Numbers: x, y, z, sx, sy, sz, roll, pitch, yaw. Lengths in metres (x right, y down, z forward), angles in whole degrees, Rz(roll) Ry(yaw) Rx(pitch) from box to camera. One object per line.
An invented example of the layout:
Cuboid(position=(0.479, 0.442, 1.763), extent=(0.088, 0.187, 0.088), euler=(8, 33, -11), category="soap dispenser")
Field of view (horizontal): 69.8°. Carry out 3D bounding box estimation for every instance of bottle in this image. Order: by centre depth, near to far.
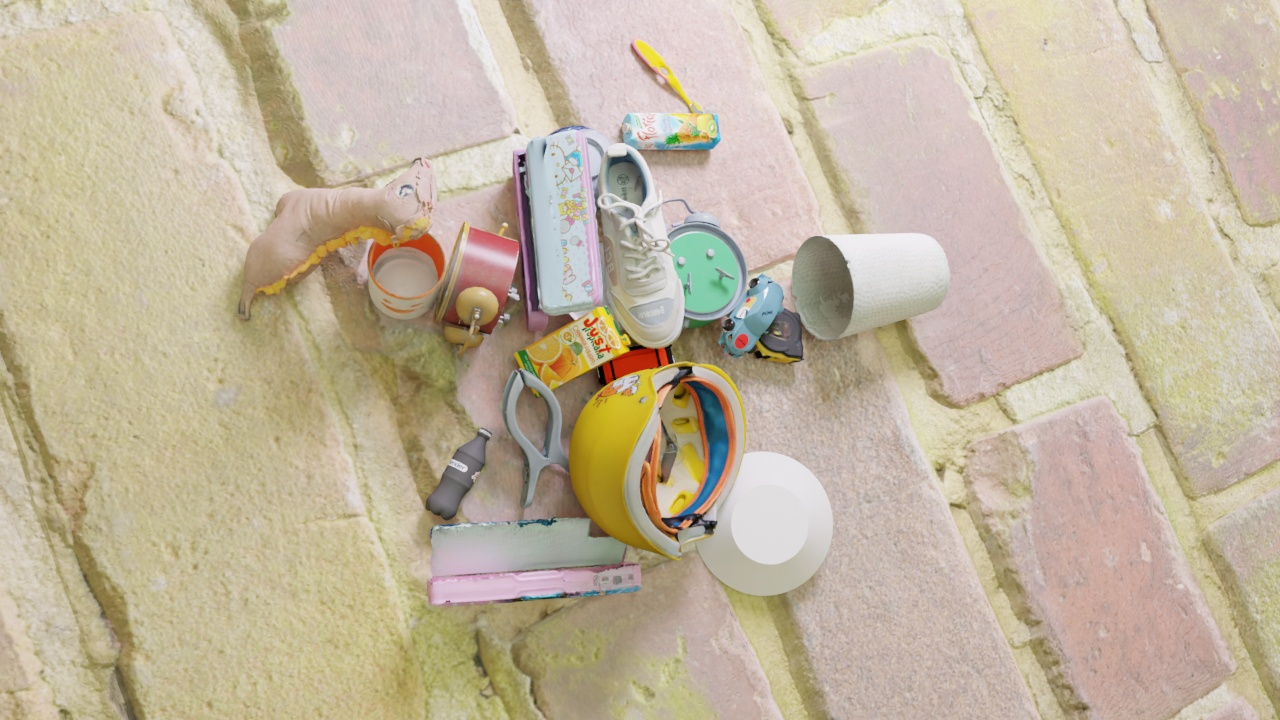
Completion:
Cuboid(position=(-0.201, 0.126, 1.034), extent=(0.036, 0.036, 0.109), euler=(32, 73, -9), category="bottle")

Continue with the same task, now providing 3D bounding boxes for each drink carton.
Cuboid(position=(-0.076, -0.011, 1.060), extent=(0.123, 0.041, 0.058), euler=(-28, 88, 16), category="drink carton")
Cuboid(position=(0.038, -0.293, 1.179), extent=(0.128, 0.039, 0.044), euler=(-4, 81, -16), category="drink carton")

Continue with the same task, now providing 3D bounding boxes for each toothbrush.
Cuboid(position=(0.037, -0.373, 1.204), extent=(0.021, 0.016, 0.135), euler=(-44, 94, -14), category="toothbrush")

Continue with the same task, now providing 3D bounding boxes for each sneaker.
Cuboid(position=(-0.007, -0.133, 1.054), extent=(0.089, 0.091, 0.242), euler=(-12, 80, 3), category="sneaker")

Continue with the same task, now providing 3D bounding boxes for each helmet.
Cuboid(position=(0.009, 0.102, 1.041), extent=(0.239, 0.140, 0.209), euler=(-31, 116, -54), category="helmet")

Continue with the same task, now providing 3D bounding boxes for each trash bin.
Cuboid(position=(0.298, -0.102, 1.177), extent=(0.161, 0.133, 0.133), euler=(-10, 83, -23), category="trash bin")

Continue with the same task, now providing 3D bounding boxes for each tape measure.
Cuboid(position=(0.171, -0.034, 1.170), extent=(0.072, 0.042, 0.071), euler=(2, 83, -13), category="tape measure")

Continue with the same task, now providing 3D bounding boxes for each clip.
Cuboid(position=(-0.107, 0.085, 1.048), extent=(0.090, 0.027, 0.162), euler=(-11, 107, -19), category="clip")

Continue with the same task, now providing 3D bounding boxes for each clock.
Cuboid(position=(-0.179, -0.075, 1.031), extent=(0.081, 0.117, 0.158), euler=(17, 56, -16), category="clock")
Cuboid(position=(0.061, -0.123, 1.134), extent=(0.121, 0.075, 0.161), euler=(-17, 86, -18), category="clock")

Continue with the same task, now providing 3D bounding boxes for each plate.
Cuboid(position=(0.152, 0.196, 1.106), extent=(0.174, 0.036, 0.174), euler=(1, 83, -5), category="plate")

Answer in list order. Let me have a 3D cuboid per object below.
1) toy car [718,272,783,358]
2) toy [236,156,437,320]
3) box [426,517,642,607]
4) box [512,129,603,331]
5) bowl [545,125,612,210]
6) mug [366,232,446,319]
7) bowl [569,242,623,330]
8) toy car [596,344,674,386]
Cuboid(position=(0.140, -0.052, 1.117), extent=(0.060, 0.027, 0.107), euler=(42, 76, -34), category="toy car")
Cuboid(position=(-0.316, -0.122, 0.957), extent=(0.065, 0.265, 0.196), euler=(29, 74, -52), category="toy")
Cuboid(position=(-0.119, 0.217, 1.015), extent=(0.230, 0.085, 0.090), euler=(-1, 81, -16), category="box")
Cuboid(position=(-0.108, -0.149, 1.055), extent=(0.062, 0.140, 0.214), euler=(5, 74, -43), category="box")
Cuboid(position=(-0.073, -0.244, 1.134), extent=(0.114, 0.045, 0.114), euler=(3, 79, -16), category="bowl")
Cuboid(position=(-0.261, -0.095, 1.020), extent=(0.082, 0.105, 0.082), euler=(3, 79, -16), category="mug")
Cuboid(position=(-0.048, -0.084, 1.114), extent=(0.110, 0.041, 0.110), euler=(3, 79, -15), category="bowl")
Cuboid(position=(-0.006, 0.007, 1.106), extent=(0.100, 0.049, 0.051), euler=(-11, 84, -18), category="toy car")
